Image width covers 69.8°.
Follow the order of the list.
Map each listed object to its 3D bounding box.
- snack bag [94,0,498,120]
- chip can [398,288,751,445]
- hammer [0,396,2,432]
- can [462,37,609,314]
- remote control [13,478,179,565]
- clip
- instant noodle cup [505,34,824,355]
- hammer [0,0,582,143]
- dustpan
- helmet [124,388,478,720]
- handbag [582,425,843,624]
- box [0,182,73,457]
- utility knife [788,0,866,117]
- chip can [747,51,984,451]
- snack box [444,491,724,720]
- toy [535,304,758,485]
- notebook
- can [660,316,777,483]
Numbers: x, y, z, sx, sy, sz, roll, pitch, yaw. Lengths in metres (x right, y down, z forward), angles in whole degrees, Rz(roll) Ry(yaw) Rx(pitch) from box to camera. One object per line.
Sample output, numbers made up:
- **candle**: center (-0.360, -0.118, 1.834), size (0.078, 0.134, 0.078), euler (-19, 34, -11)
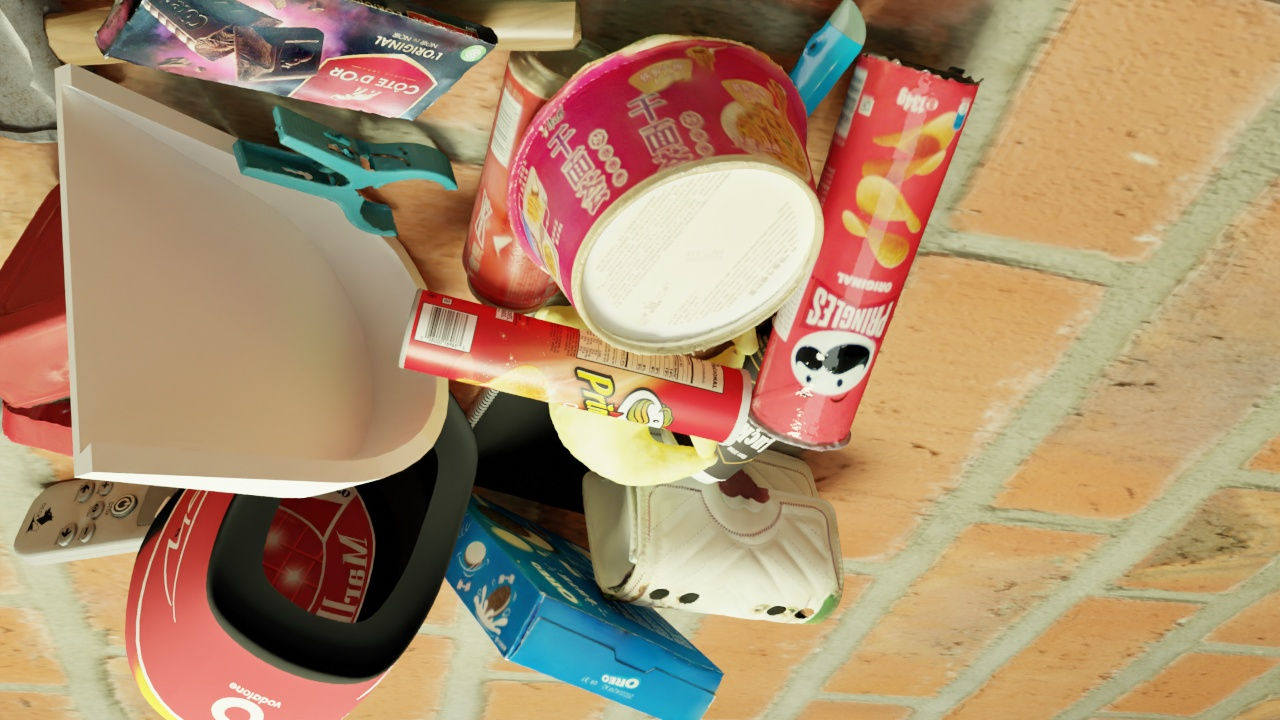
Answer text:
- **snack bag**: center (-0.143, -0.141, 0.401), size (0.075, 0.018, 0.155), euler (-25, 166, 38)
- **chip can**: center (-0.039, 0.005, 0.578), size (0.214, 0.051, 0.052), euler (14, 134, -12)
- **hammer**: center (-0.420, -0.025, 0.528), size (0.117, 0.051, 0.324), euler (34, 148, -22)
- **can**: center (-0.061, -0.105, 0.543), size (0.067, 0.067, 0.171), euler (10, 135, -15)
- **remote control**: center (-0.437, 0.125, 0.756), size (0.151, 0.074, 0.019), euler (-9, 137, 5)
- **clip**: center (-0.150, -0.116, 0.526), size (0.121, 0.031, 0.130), euler (-19, 161, 8)
- **instant noodle cup**: center (0.022, -0.075, 0.498), size (0.178, 0.077, 0.179), euler (-13, 143, -10)
- **hammer**: center (-0.194, -0.167, 0.464), size (0.328, 0.052, 0.098), euler (-2, 137, 3)
- **dustpan**: center (-0.192, -0.024, 0.513), size (0.053, 0.191, 0.257), euler (-15, 165, 11)
- **helmet**: center (-0.257, 0.146, 0.687), size (0.197, 0.270, 0.225), euler (36, 146, -24)
- **handbag**: center (0.061, 0.138, 0.750), size (0.198, 0.141, 0.096), euler (14, 133, -28)
- **box**: center (-0.291, -0.042, 0.530), size (0.147, 0.157, 0.156), euler (13, 136, -19)
- **utility knife**: center (0.056, -0.113, 0.544), size (0.031, 0.015, 0.226), euler (24, 125, -26)
- **chip can**: center (0.128, -0.062, 0.552), size (0.073, 0.073, 0.233), euler (8, 116, -13)
- **snack box**: center (-0.069, 0.193, 0.756), size (0.195, 0.239, 0.056), euler (35, 86, -34)
- **toy**: center (-0.004, 0.004, 0.642), size (0.155, 0.064, 0.171), euler (19, 105, -1)
- **notebook**: center (-0.062, 0.052, 0.749), size (0.149, 0.016, 0.207), euler (20, 132, -25)
- **can**: center (0.081, 0.030, 0.682), size (0.072, 0.071, 0.129), euler (32, 117, -33)
